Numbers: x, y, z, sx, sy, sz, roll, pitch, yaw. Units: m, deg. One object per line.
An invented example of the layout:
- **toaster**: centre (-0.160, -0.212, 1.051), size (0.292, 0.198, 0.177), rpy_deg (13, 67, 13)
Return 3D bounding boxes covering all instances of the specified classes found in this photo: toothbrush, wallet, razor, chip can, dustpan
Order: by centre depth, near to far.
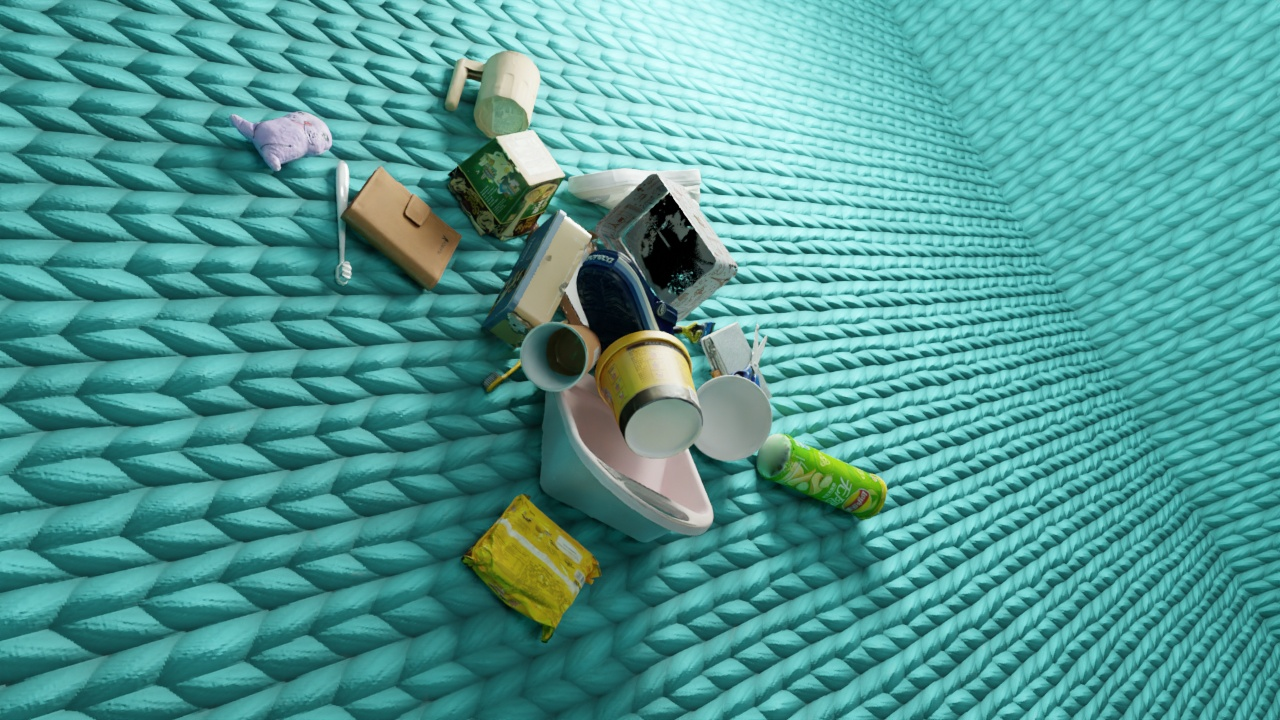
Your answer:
- **toothbrush**: centre (-0.341, -0.163, 1.053), size (0.016, 0.016, 0.179), rpy_deg (21, 47, -43)
- **wallet**: centre (-0.281, -0.157, 1.090), size (0.132, 0.031, 0.107), rpy_deg (43, 36, -24)
- **dustpan**: centre (-0.004, 0.100, 1.092), size (0.222, 0.139, 0.272), rpy_deg (29, 45, -26)
- **toothbrush**: centre (-0.140, -0.011, 1.141), size (0.018, 0.016, 0.190), rpy_deg (42, 39, 1)
- **razor**: centre (0.050, -0.044, 1.354), size (0.142, 0.022, 0.043), rpy_deg (5, 102, -39)
- **chip can**: centre (0.269, 0.173, 1.365), size (0.221, 0.073, 0.072), rpy_deg (24, 46, -31)
- **wallet**: centre (0.140, 0.015, 1.381), size (0.106, 0.037, 0.129), rpy_deg (-26, 93, -50)

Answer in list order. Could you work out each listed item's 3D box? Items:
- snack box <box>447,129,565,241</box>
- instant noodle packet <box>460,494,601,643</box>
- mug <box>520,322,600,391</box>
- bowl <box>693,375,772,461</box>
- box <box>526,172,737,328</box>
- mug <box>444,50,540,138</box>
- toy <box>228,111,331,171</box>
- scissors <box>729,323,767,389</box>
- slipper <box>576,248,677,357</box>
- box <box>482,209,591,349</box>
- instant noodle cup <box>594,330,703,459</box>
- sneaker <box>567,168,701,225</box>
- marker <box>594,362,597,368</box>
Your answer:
- **snack box**: centre (-0.169, -0.238, 1.211), size (0.118, 0.106, 0.117), rpy_deg (56, 38, 2)
- **instant noodle packet**: centre (-0.113, 0.217, 0.969), size (0.128, 0.044, 0.110), rpy_deg (45, 45, -4)
- **mug**: centre (-0.086, -0.009, 1.079), size (0.078, 0.078, 0.122), rpy_deg (54, 11, 2)
- **bowl**: centre (0.120, 0.078, 1.282), size (0.118, 0.118, 0.065), rpy_deg (51, 0, -2)
- **box**: centre (-0.003, -0.152, 1.255), size (0.226, 0.157, 0.180), rpy_deg (-5, 58, -46)
- **mug**: centre (-0.211, -0.382, 1.311), size (0.124, 0.084, 0.103), rpy_deg (11, 51, -9)
- **toy**: centre (-0.402, -0.255, 1.045), size (0.084, 0.039, 0.107), rpy_deg (47, 39, 3)
- **scissors**: centre (0.174, 0.020, 1.379), size (0.170, 0.012, 0.141), rpy_deg (-27, 93, -52)
- **slipper**: centre (-0.006, -0.046, 1.154), size (0.095, 0.105, 0.253), rpy_deg (-55, 139, -29)
- **box**: centre (-0.125, -0.105, 1.141), size (0.059, 0.090, 0.183), rpy_deg (34, 55, -21)
- **instant noodle cup**: centre (0.015, 0.044, 1.076), size (0.118, 0.119, 0.114), rpy_deg (25, 26, -30)
- **sneaker**: centre (-0.006, -0.246, 1.409), size (0.241, 0.090, 0.091), rpy_deg (-8, 98, -36)
- **marker**: centre (-0.007, 0.007, 1.245), size (0.130, 0.018, 0.022), rpy_deg (9, 82, -31)
